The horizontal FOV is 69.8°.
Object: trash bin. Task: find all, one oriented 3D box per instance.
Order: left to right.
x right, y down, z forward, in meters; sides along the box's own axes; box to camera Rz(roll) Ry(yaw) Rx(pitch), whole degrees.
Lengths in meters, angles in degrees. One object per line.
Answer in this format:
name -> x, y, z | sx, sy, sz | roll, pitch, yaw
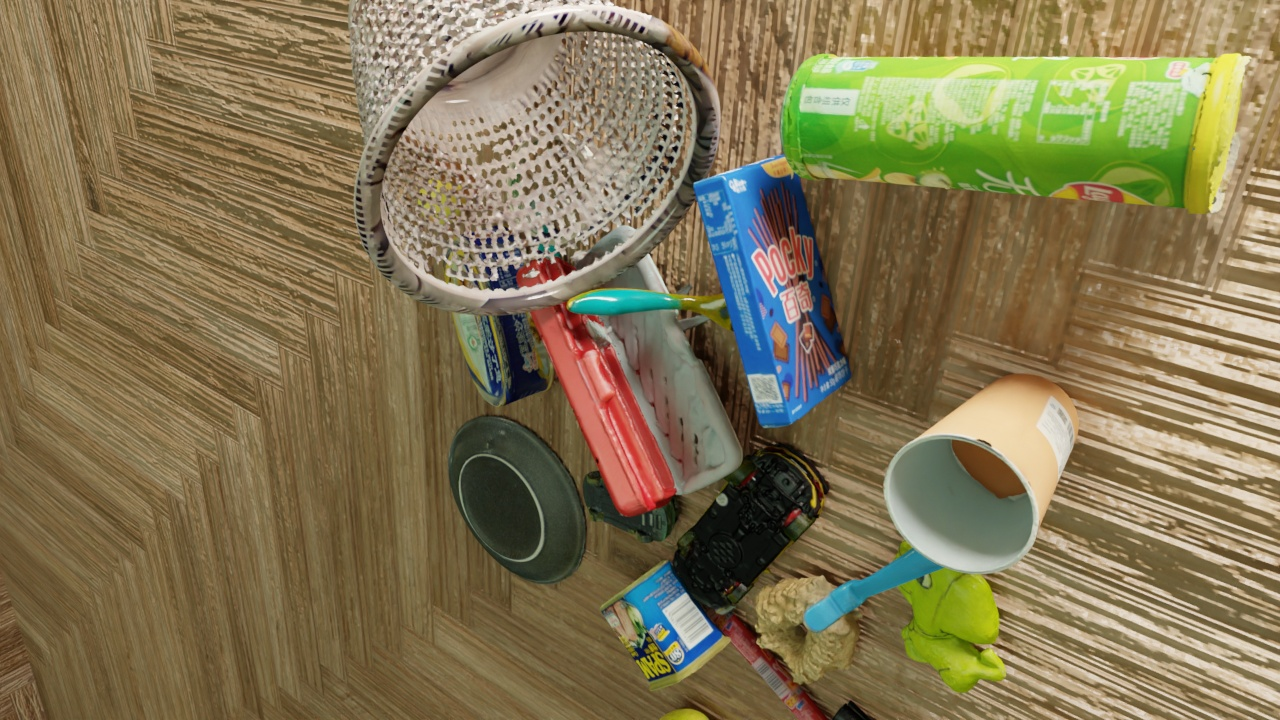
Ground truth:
trash bin -> -0.091, -0.172, 0.588 | 0.228, 0.227, 0.192 | -58, 49, 39

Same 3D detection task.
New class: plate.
plate -> -0.127, 0.138, 0.880 | 0.180, 0.024, 0.180 | 17, 119, 34

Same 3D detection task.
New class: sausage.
sausage -> 0.103, 0.248, 0.741 | 0.156, 0.020, 0.020 | 46, 131, 15

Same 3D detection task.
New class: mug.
mug -> 0.196, 0.053, 0.507 | 0.078, 0.122, 0.078 | 18, 120, 33

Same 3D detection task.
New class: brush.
brush -> 0.152, 0.158, 0.623 | 0.083, 0.045, 0.255 | 55, 144, 15

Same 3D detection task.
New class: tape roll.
tape roll -> -0.067, -0.132, 0.707 | 0.086, 0.013, 0.086 | 8, 106, 32

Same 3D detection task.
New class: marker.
marker -> 0.202, 0.309, 0.688 | 0.132, 0.020, 0.022 | 40, 100, 21

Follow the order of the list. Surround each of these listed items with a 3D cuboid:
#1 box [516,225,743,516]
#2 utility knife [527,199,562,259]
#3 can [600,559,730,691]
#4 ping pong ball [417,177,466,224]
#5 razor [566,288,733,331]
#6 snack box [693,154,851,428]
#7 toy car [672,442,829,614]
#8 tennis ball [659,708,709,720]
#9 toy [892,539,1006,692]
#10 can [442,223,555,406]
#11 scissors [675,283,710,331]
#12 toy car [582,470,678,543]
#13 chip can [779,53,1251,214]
box -> -0.001, 0.002, 0.669 | 0.099, 0.095, 0.201 | -28, 80, 14
utility knife -> -0.061, -0.051, 0.735 | 0.029, 0.013, 0.164 | -29, 82, 42
can -> 0.017, 0.219, 0.762 | 0.083, 0.057, 0.102 | 53, 152, 11
ping pong ball -> -0.169, -0.136, 0.780 | 0.040, 0.040, 0.040 | 17, 119, 33
razor -> 0.015, -0.037, 0.637 | 0.132, 0.028, 0.043 | 2, 121, -7
snack box -> 0.086, -0.046, 0.580 | 0.026, 0.084, 0.157 | -8, 104, 41
toy car -> 0.078, 0.127, 0.692 | 0.071, 0.041, 0.156 | 43, 126, 17
tennis ball -> 0.040, 0.340, 0.803 | 0.065, 0.065, 0.065 | 17, 119, 33
toy -> 0.206, 0.169, 0.612 | 0.097, 0.031, 0.100 | 35, 130, 32
can -> -0.119, -0.037, 0.768 | 0.075, 0.049, 0.148 | 3, 110, 51
scissors -> -0.017, -0.019, 0.727 | 0.141, 0.012, 0.171 | 37, 127, 22
toy car -> -0.010, 0.119, 0.765 | 0.091, 0.036, 0.043 | 15, 119, 33
chip can -> 0.180, -0.122, 0.477 | 0.222, 0.072, 0.073 | 14, 117, 35
